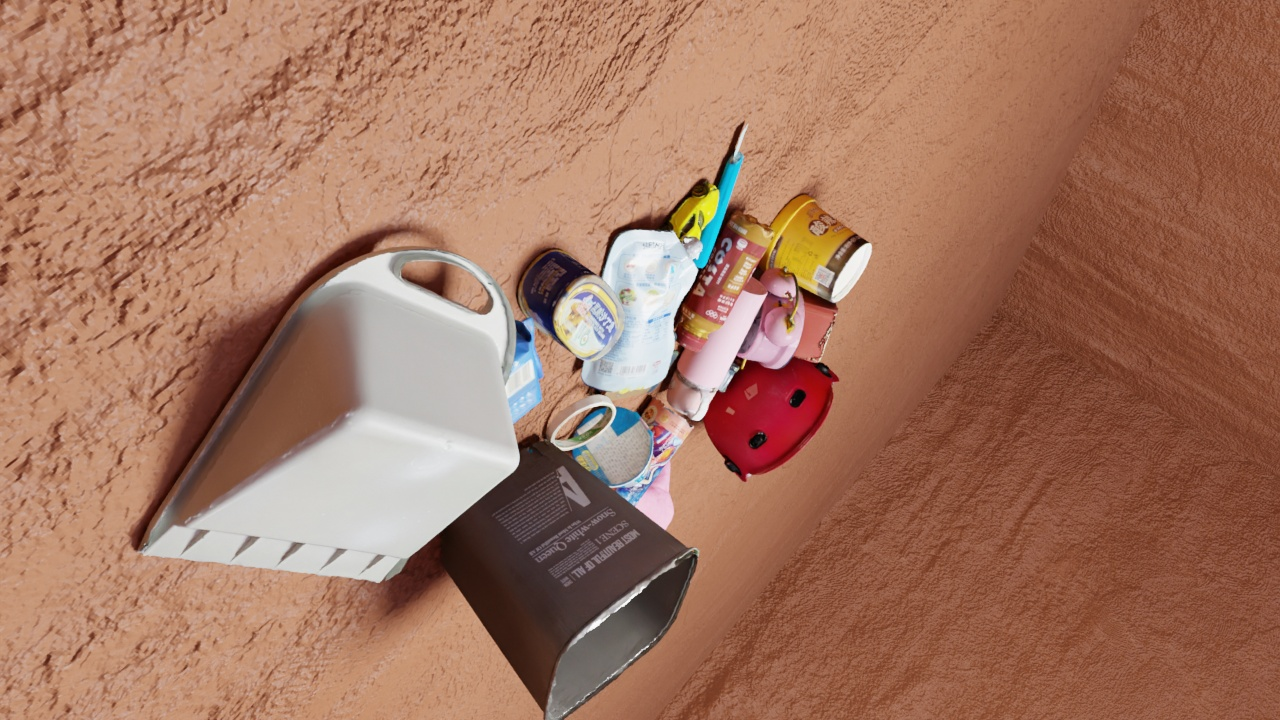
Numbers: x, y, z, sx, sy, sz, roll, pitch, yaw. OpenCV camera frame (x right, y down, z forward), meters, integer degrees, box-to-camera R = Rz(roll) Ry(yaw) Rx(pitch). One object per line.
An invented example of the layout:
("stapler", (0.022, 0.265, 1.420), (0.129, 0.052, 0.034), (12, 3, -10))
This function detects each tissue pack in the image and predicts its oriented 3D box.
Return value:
("tissue pack", (-0.150, 0.032, 0.821), (0.156, 0.052, 0.095), (-41, 153, -28))

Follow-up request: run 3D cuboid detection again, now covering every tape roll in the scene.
("tape roll", (-0.068, 0.072, 1.055), (0.085, 0.014, 0.086), (-26, 152, -15))

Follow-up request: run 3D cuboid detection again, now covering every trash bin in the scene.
("trash bin", (-0.087, 0.223, 0.985), (0.198, 0.220, 0.199), (-29, 148, -35))

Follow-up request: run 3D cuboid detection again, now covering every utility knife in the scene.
("utility knife", (0.090, -0.181, 1.028), (0.034, 0.018, 0.179), (-47, 160, -54))

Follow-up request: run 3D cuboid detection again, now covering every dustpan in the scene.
("dustpan", (-0.208, 0.042, 0.701), (0.258, 0.142, 0.222), (-33, 147, 24))

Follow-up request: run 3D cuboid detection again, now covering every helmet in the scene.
("helmet", (0.174, 0.060, 1.335), (0.207, 0.144, 0.240), (-48, -178, 5))

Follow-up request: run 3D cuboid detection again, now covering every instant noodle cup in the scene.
("instant noodle cup", (0.239, -0.146, 1.243), (0.118, 0.114, 0.119), (-42, 154, -26))
("instant noodle cup", (-0.027, 0.117, 1.141), (0.099, 0.099, 0.110), (-50, 164, -8))

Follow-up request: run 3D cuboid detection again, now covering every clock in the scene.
("clock", (0.173, -0.058, 1.218), (0.159, 0.059, 0.117), (132, -37, -57))

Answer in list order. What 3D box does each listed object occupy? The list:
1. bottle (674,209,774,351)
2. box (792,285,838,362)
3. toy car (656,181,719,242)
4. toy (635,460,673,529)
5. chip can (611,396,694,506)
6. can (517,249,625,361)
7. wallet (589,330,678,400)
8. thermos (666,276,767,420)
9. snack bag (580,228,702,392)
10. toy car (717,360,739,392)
("bottle", (0.096, -0.093, 1.114), (0.057, 0.057, 0.175), (-7, 130, -60))
("box", (0.240, -0.062, 1.313), (0.168, 0.077, 0.091), (-77, -177, -67))
("toy car", (0.053, -0.145, 0.988), (0.105, 0.032, 0.048), (-50, 157, -12))
("toy", (0.001, 0.222, 1.353), (0.194, 0.075, 0.179), (-61, 147, -32))
("chip can", (-0.018, 0.154, 1.231), (0.214, 0.071, 0.071), (-53, 158, -2))
("can", (-0.063, -0.050, 0.876), (0.074, 0.049, 0.148), (-52, 157, -6))
("wallet", (-0.007, 0.006, 1.095), (0.115, 0.033, 0.090), (-8, 132, -55))
("thermos", (0.097, -0.015, 1.199), (0.067, 0.087, 0.199), (15, 116, -21))
("snack bag", (0.001, -0.053, 0.976), (0.110, 0.038, 0.191), (1, 124, -21))
("toy car", (0.112, 0.010, 1.292), (0.090, 0.034, 0.043), (-91, -154, -67))
